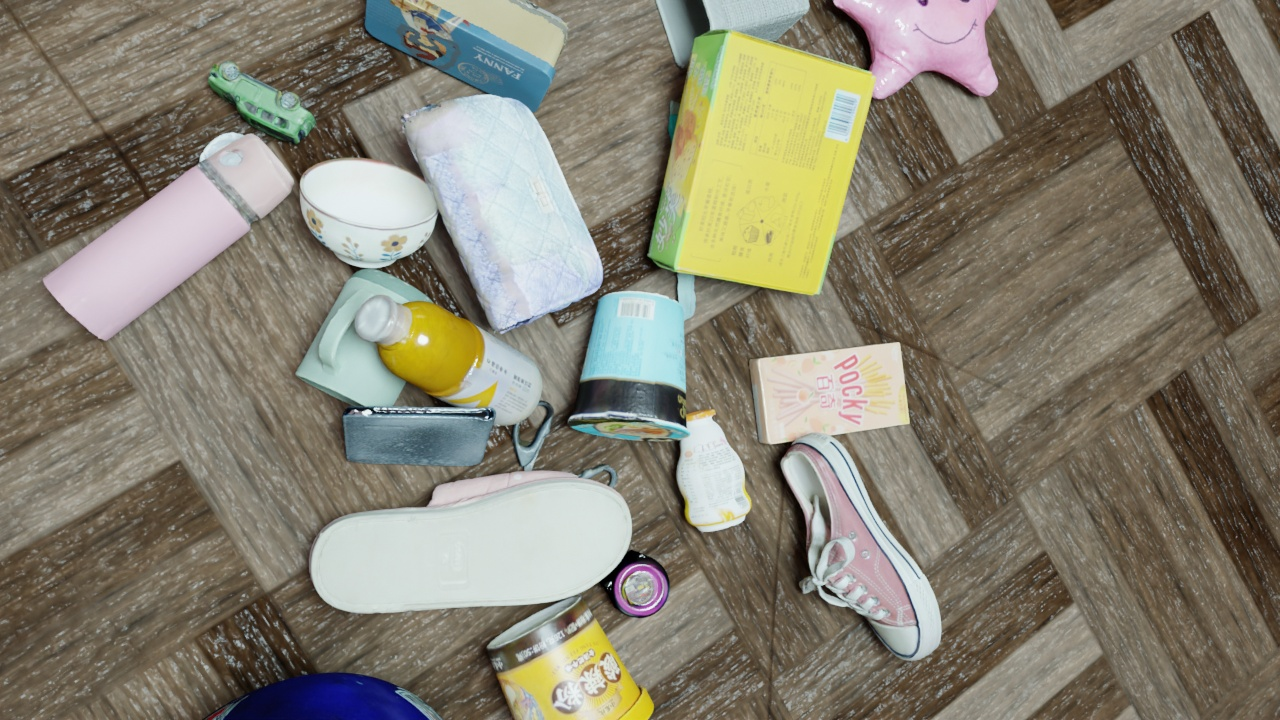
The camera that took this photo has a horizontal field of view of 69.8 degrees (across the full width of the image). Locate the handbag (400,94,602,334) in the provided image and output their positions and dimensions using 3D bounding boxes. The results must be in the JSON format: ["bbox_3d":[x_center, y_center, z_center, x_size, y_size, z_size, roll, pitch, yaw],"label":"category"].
[{"bbox_3d":[-0.113,-0.130,0.786,0.133,0.076,0.194,-31,97,-53],"label":"handbag"}]

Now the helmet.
[{"bbox_3d":[-0.220,0.386,0.667,0.239,0.248,0.315,-16,84,-59],"label":"helmet"}]

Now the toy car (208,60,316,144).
[{"bbox_3d":[-0.323,-0.219,0.780,0.091,0.043,0.036,29,80,-11],"label":"toy car"}]

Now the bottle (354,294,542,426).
[{"bbox_3d":[-0.153,-0.001,0.748,0.189,0.068,0.068,37,73,-56],"label":"bottle"}]

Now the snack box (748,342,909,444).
[{"bbox_3d":[0.188,0.031,0.910,0.157,0.026,0.084,-7,89,-15],"label":"snack box"}]

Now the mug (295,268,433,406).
[{"bbox_3d":[-0.228,-0.020,0.758,0.082,0.112,0.106,24,78,9],"label":"mug"}]

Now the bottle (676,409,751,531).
[{"bbox_3d":[0.064,0.101,0.853,0.063,0.063,0.108,-13,90,-16],"label":"bottle"}]

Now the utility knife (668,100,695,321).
[{"bbox_3d":[0.041,-0.145,0.888,0.029,0.013,0.216,1,84,-17],"label":"utility knife"}]

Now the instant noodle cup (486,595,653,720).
[{"bbox_3d":[-0.066,0.274,0.786,0.118,0.119,0.114,-26,85,-15],"label":"instant noodle cup"}]

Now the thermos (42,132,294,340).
[{"bbox_3d":[-0.384,-0.111,0.750,0.087,0.067,0.198,41,76,21],"label":"thermos"}]

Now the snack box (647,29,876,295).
[{"bbox_3d":[0.108,-0.176,0.840,0.157,0.070,0.210,7,103,-22],"label":"snack box"}]

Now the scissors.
[{"bbox_3d":[-0.102,0.122,0.836,0.159,0.014,0.181,10,87,-12],"label":"scissors"}]

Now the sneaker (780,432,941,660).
[{"bbox_3d":[0.192,0.187,0.859,0.087,0.118,0.241,-32,96,-31],"label":"sneaker"}]

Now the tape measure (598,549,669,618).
[{"bbox_3d":[-0.003,0.206,0.843,0.057,0.039,0.058,-43,93,-13],"label":"tape measure"}]

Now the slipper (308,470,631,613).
[{"bbox_3d":[-0.142,0.159,0.793,0.274,0.054,0.114,-7,91,-14],"label":"slipper"}]

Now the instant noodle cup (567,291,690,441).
[{"bbox_3d":[-0.005,0.005,0.827,0.111,0.111,0.120,9,75,-14],"label":"instant noodle cup"}]

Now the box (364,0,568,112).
[{"bbox_3d":[-0.147,-0.289,0.808,0.184,0.090,0.060,25,74,-11],"label":"box"}]

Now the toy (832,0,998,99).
[{"bbox_3d":[0.284,-0.356,0.932,0.194,0.075,0.178,-4,96,-16],"label":"toy"}]

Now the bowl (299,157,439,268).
[{"bbox_3d":[-0.230,-0.118,0.779,0.113,0.113,0.062,6,128,-15],"label":"bowl"}]

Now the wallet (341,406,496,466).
[{"bbox_3d":[-0.187,0.063,0.773,0.120,0.097,0.019,2,61,-15],"label":"wallet"}]

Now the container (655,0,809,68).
[{"bbox_3d":[0.088,-0.345,0.876,0.114,0.090,0.090,-19,92,-19],"label":"container"}]
